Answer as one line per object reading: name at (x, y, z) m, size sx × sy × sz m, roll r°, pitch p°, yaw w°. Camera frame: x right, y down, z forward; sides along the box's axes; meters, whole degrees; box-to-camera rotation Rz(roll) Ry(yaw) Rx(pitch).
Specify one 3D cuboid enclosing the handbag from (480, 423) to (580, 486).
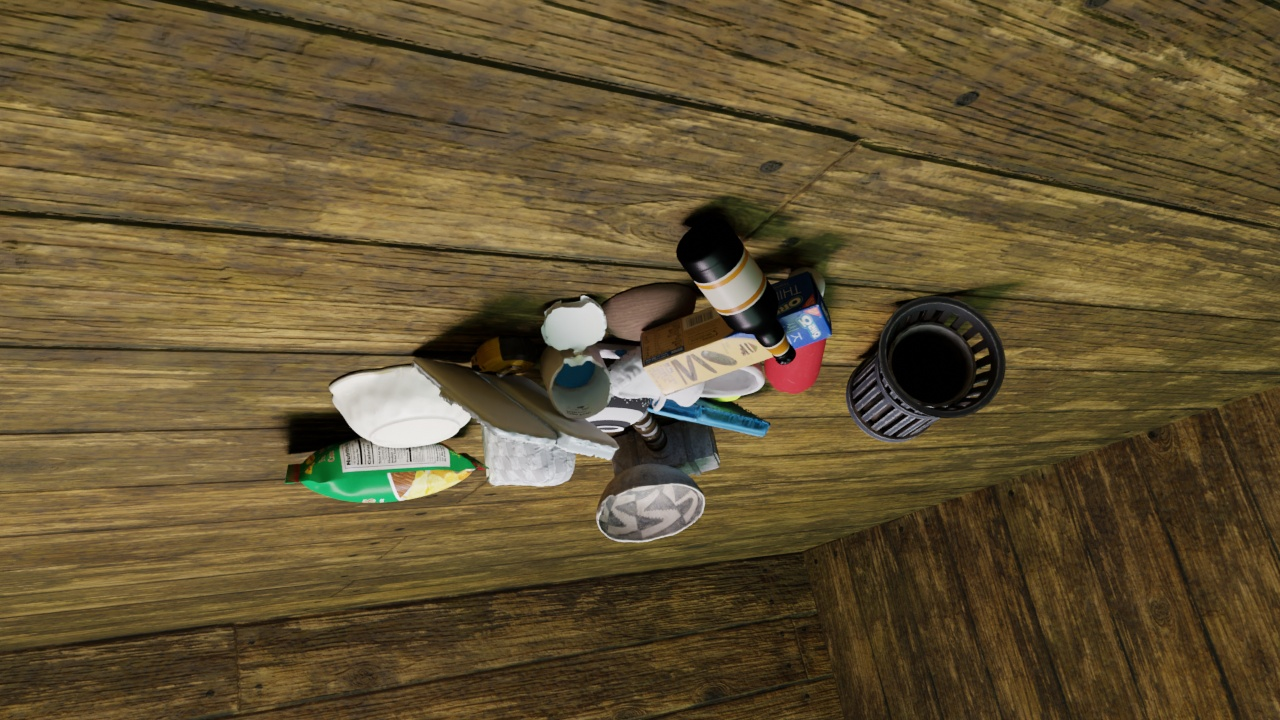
handbag at (-0.136, 0.111, 1.228) m, size 0.123 × 0.112 × 0.172 m, roll -5°, pitch 179°, yaw -37°

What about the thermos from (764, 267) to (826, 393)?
thermos at (0.193, -0.038, 1.126) m, size 0.073 × 0.073 × 0.240 m, roll -11°, pitch 153°, yaw -1°

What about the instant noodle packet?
instant noodle packet at (-0.352, 0.146, 1.261) m, size 0.252 × 0.090 × 0.196 m, roll -2°, pitch -179°, yaw -20°

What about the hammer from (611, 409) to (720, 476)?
hammer at (0.016, 0.114, 1.460) m, size 0.177 × 0.079 × 0.326 m, roll -14°, pitch 155°, yaw 7°

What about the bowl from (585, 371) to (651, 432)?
bowl at (-0.044, 0.060, 1.236) m, size 0.120 × 0.066 × 0.120 m, roll 0°, pitch 166°, yaw 0°

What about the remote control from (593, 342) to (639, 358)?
remote control at (-0.014, -0.011, 1.170) m, size 0.130 × 0.012 × 0.033 m, roll 4°, pitch 164°, yaw -37°

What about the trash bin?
trash bin at (0.386, 0.027, 1.298) m, size 0.164 × 0.164 × 0.228 m, roll -10°, pitch 164°, yaw -5°

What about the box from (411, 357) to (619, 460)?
box at (-0.145, 0.051, 1.055) m, size 0.188 × 0.037 × 0.209 m, roll 21°, pitch -173°, yaw -44°

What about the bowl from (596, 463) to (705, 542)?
bowl at (0.011, 0.217, 1.484) m, size 0.178 × 0.081 × 0.179 m, roll -6°, pitch 141°, yaw -5°

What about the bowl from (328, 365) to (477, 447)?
bowl at (-0.288, 0.066, 1.160) m, size 0.189 × 0.060 × 0.219 m, roll -23°, pitch 158°, yaw 30°

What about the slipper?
slipper at (0.060, 0.019, 1.174) m, size 0.246 × 0.074 × 0.112 m, roll -1°, pitch 132°, yaw -37°

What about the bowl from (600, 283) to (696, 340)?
bowl at (0.010, -0.049, 1.052) m, size 0.118 × 0.030 × 0.118 m, roll -10°, pitch 161°, yaw -4°

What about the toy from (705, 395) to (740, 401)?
toy at (0.112, 0.028, 1.306) m, size 0.115 × 0.046 × 0.092 m, roll 10°, pitch 151°, yaw -32°

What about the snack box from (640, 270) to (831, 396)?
snack box at (0.104, -0.028, 1.012) m, size 0.207 × 0.057 × 0.056 m, roll -20°, pitch 135°, yaw 17°

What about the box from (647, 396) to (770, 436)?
box at (0.108, 0.073, 1.378) m, size 0.093 × 0.052 × 0.231 m, roll 10°, pitch 176°, yaw 35°

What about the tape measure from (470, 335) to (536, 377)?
tape measure at (-0.156, -0.003, 1.075) m, size 0.064 × 0.037 × 0.065 m, roll -25°, pitch 157°, yaw 35°

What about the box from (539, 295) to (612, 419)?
box at (-0.078, -0.016, 1.063) m, size 0.080 × 0.150 × 0.106 m, roll -5°, pitch -159°, yaw -11°

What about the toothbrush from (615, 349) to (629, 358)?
toothbrush at (-0.007, 0.007, 1.185) m, size 0.016 × 0.014 × 0.166 m, roll -7°, pitch 169°, yaw 12°

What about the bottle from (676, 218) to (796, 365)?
bottle at (0.106, -0.059, 0.919) m, size 0.059 × 0.059 × 0.181 m, roll -22°, pitch 129°, yaw 26°
